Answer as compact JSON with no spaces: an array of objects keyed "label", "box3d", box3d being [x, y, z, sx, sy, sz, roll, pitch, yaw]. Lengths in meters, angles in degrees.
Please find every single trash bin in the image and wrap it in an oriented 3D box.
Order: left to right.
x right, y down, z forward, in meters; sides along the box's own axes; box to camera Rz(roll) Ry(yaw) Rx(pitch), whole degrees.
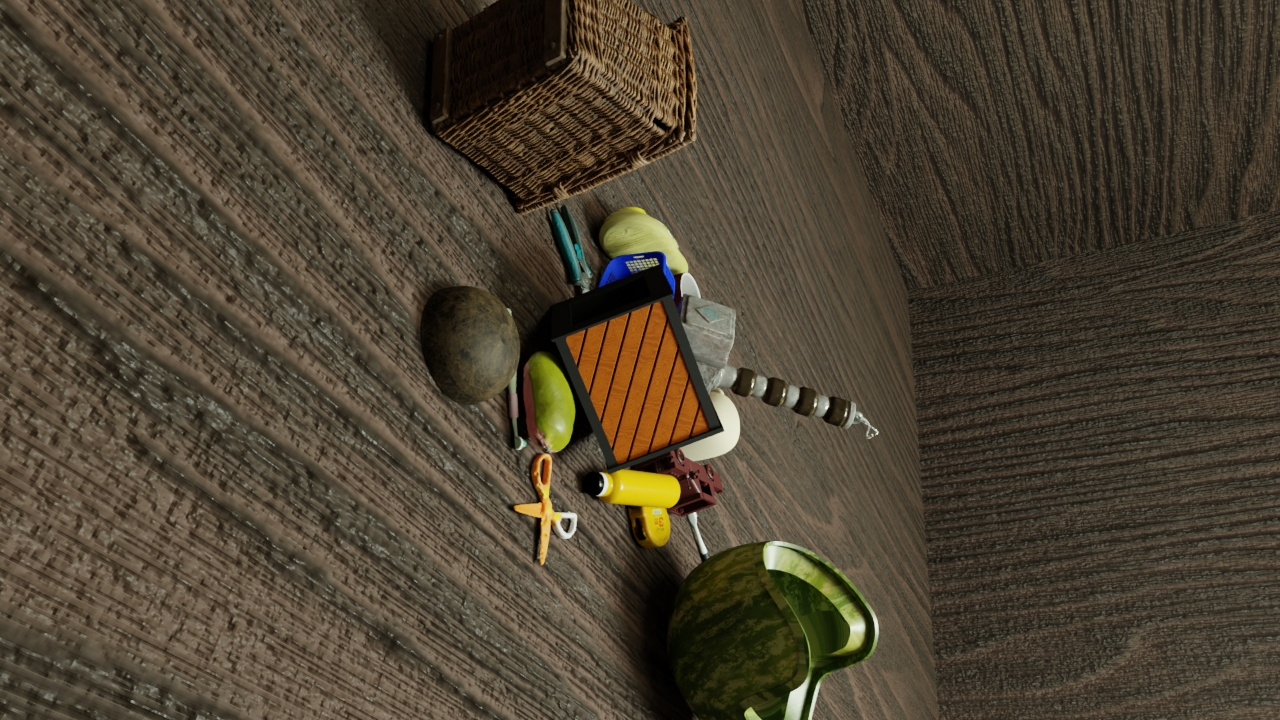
[{"label":"trash bin","box3d":[-0.006,0.006,1.069,0.139,0.140,0.172,-105,173,-70]}]

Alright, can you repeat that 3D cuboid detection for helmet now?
[{"label":"helmet","box3d":[0.147,0.361,1.174,0.212,0.248,0.243,0,36,-48]}]

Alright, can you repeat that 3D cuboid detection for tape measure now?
[{"label":"tape measure","box3d":[0.013,0.216,1.201,0.068,0.030,0.059,8,71,-57]}]

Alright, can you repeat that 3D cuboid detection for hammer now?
[{"label":"hammer","box3d":[0.172,0.039,1.233,0.079,0.326,0.177,-79,-171,-51]}]

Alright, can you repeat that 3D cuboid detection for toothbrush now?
[{"label":"toothbrush","box3d":[-0.137,0.019,0.989,0.022,0.015,0.154,129,-45,-77]},{"label":"toothbrush","box3d":[0.101,0.301,1.372,0.017,0.012,0.187,-49,123,-64]}]

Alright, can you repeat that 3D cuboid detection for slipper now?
[{"label":"slipper","box3d":[0.010,-0.171,1.304,0.190,0.092,0.081,41,41,-58]}]

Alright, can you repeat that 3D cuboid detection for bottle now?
[{"label":"bottle","box3d":[-0.012,0.158,1.137,0.143,0.043,0.043,15,65,-47]}]

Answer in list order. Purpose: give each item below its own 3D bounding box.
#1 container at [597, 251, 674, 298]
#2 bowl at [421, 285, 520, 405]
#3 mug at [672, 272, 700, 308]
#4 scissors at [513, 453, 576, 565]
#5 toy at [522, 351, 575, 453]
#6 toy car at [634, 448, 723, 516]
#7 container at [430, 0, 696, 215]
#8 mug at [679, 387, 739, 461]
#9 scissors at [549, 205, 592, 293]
[{"label":"container","box3d":[-0.004,-0.083,1.223,0.058,0.096,0.114,58,37,-45]},{"label":"bowl","box3d":[-0.157,-0.020,0.916,0.121,0.056,0.121,38,46,-54]},{"label":"mug","box3d":[0.041,-0.067,1.324,0.073,0.083,0.106,-33,109,-64]},{"label":"scissors","box3d":[-0.101,0.165,1.005,0.131,0.011,0.125,45,40,-50]},{"label":"toy","box3d":[-0.100,0.048,1.002,0.090,0.051,0.109,68,13,-47]},{"label":"toy car","box3d":[0.058,0.172,1.267,0.169,0.070,0.061,34,38,-57]},{"label":"container","box3d":[-0.092,-0.293,0.974,0.183,0.251,0.162,25,56,-50]},{"label":"mug","box3d":[0.095,0.086,1.350,0.096,0.100,0.120,55,33,-40]},{"label":"scissors","box3d":[-0.081,-0.129,1.171,0.133,0.019,0.145,47,38,-47]}]
